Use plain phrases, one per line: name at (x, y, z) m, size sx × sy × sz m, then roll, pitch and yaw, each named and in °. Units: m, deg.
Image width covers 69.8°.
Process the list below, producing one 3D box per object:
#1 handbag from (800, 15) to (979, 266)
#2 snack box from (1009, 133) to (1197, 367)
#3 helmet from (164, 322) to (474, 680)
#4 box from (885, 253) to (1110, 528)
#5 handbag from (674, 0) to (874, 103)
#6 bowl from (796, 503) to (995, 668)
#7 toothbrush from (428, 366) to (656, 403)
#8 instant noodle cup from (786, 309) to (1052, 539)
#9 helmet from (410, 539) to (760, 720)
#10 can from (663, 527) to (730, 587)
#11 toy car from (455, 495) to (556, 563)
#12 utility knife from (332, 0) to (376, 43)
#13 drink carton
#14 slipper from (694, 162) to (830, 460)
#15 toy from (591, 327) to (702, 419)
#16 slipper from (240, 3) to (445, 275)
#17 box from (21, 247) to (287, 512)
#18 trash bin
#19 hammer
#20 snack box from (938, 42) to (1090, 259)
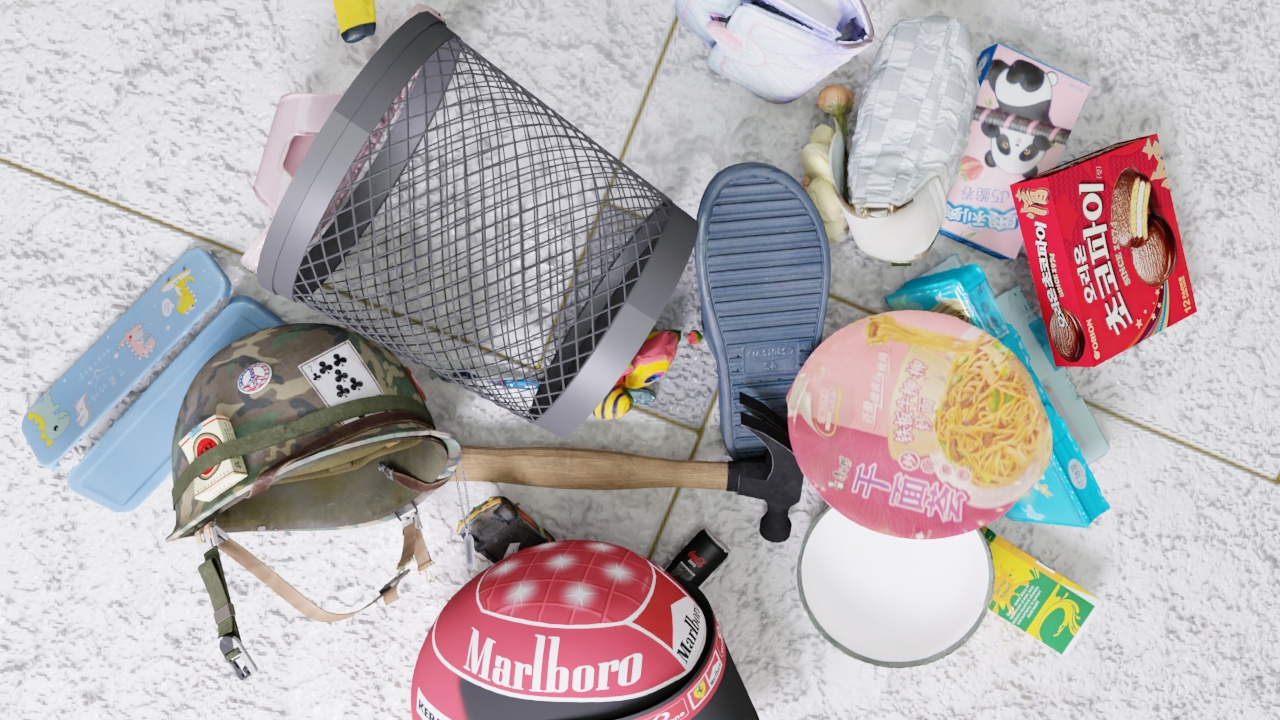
handbag at (0.190, -0.174, 0.710) m, size 0.123 × 0.112 × 0.171 m, roll 15°, pitch 83°, yaw 28°
snack box at (0.376, -0.089, 0.741) m, size 0.132 × 0.036 × 0.152 m, roll -22°, pitch 100°, yaw -24°
helmet at (-0.233, 0.088, 0.661) m, size 0.225 × 0.192 × 0.236 m, roll -10°, pitch 79°, yaw 30°
box at (0.317, 0.011, 0.758) m, size 0.116 × 0.097 × 0.227 m, roll -34°, pitch 97°, yaw -22°
handbag at (0.091, -0.249, 0.668) m, size 0.126 × 0.158 × 0.069 m, roll 42°, pitch 89°, yaw -8°
bowl at (0.206, 0.168, 0.761) m, size 0.153 × 0.072 × 0.153 m, roll 1°, pitch 95°, yaw 8°
toothbrush at (-0.080, 0.021, 0.759) m, size 0.189 × 0.017 × 0.016 m, roll 6°, pitch 97°, yaw -5°
instant noodle cup at (0.203, 0.058, 0.693) m, size 0.179 × 0.078 × 0.178 m, roll -4°, pitch 64°, yaw 9°
helmet at (-0.038, 0.249, 0.690) m, size 0.271 × 0.197 × 0.225 m, roll 2°, pitch 111°, yaw 12°
can at (0.038, 0.181, 0.779) m, size 0.031 × 0.031 × 0.080 m, roll 43°, pitch 92°, yaw -7°
toy car at (-0.111, 0.139, 0.752) m, size 0.047 × 0.047 × 0.112 m, roll -38°, pitch 137°, yaw -1°
utility knife at (-0.227, -0.334, 0.675) m, size 0.030 × 0.019 × 0.227 m, roll -16°, pitch 81°, yaw 3°
drink carton at (0.327, 0.196, 0.796) m, size 0.122 × 0.041 × 0.058 m, roll 32°, pitch 94°, yaw -7°
slipper at (0.097, -0.036, 0.739) m, size 0.101 × 0.082 × 0.264 m, roll -7°, pitch 117°, yaw 1°
toy at (-0.004, 0.004, 0.729) m, size 0.103 × 0.084 × 0.046 m, roll -47°, pitch 122°, yaw -25°
slipper at (-0.235, -0.174, 0.689) m, size 0.064 × 0.094 × 0.239 m, roll 34°, pitch 88°, yaw -11°
box at (-0.385, 0.017, 0.724) m, size 0.209 × 0.047 × 0.122 m, roll -45°, pitch 99°, yaw 1°
trash bin at (-0.105, -0.083, 0.651) m, size 0.227 × 0.217 × 0.218 m, roll 32°, pitch 94°, yaw -11°
hammer at (-0.024, 0.085, 0.744) m, size 0.305 × 0.040 × 0.132 m, roll 3°, pitch 126°, yaw 2°
snack box at (0.294, -0.169, 0.753) m, size 0.088 × 0.033 × 0.154 m, roll 22°, pitch 95°, yaw -7°
